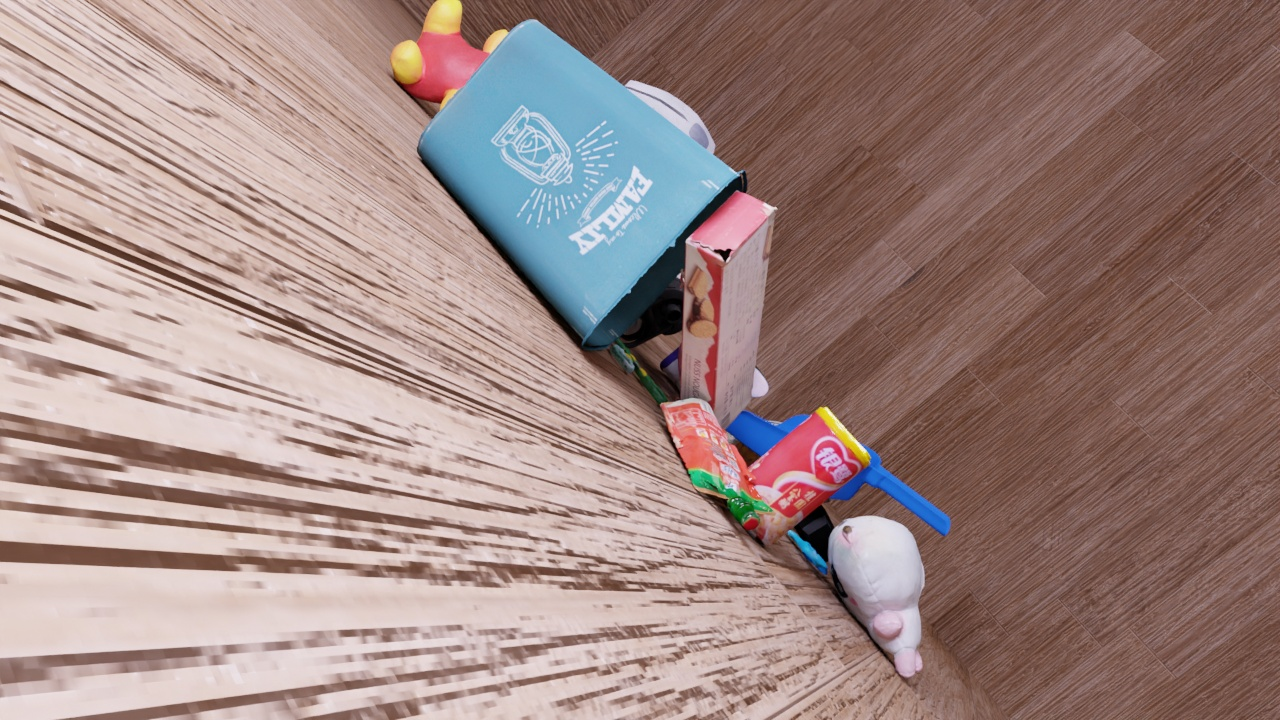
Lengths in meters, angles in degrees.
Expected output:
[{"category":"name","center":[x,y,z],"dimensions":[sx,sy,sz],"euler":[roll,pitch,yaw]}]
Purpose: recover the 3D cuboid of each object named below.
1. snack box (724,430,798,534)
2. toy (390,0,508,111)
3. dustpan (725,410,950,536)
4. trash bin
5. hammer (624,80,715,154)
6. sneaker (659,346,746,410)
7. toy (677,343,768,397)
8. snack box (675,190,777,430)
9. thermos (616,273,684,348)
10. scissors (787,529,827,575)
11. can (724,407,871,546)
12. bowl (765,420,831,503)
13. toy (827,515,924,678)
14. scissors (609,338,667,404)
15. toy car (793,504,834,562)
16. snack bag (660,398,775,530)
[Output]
[{"category":"snack box","center":[0.158,0.144,1.146],"dimensions":[0.145,0.040,0.142],"euler":[47,4,-27]},{"category":"toy","center":[-0.177,-0.313,1.072],"dimensions":[0.216,0.147,0.099],"euler":[35,-18,-7]},{"category":"dustpan","center":[0.237,0.130,1.066],"dimensions":[0.257,0.059,0.245],"euler":[39,13,24]},{"category":"trash bin","center":[-0.052,-0.152,0.800],"dimensions":[0.218,0.196,0.199],"euler":[43,4,4]},{"category":"hammer","center":[-0.060,-0.209,0.960],"dimensions":[0.313,0.035,0.139],"euler":[3,-44,40]},{"category":"sneaker","center":[0.108,0.037,1.279],"dimensions":[0.111,0.092,0.244],"euler":[52,9,14]},{"category":"toy","center":[0.096,-0.014,1.109],"dimensions":[0.190,0.099,0.224],"euler":[-74,152,-47]},{"category":"snack box","center":[0.071,-0.025,0.818],"dimensions":[0.044,0.076,0.273],"euler":[32,-29,22]},{"category":"thermos","center":[-0.004,-0.101,1.094],"dimensions":[0.229,0.101,0.068],"euler":[-110,178,-56]},{"category":"scissors","center":[0.171,0.198,1.062],"dimensions":[0.135,0.016,0.083],"euler":[45,-1,33]},{"category":"can","center":[0.139,0.105,0.826],"dimensions":[0.066,0.124,0.066],"euler":[49,4,-4]},{"category":"bowl","center":[0.203,0.121,1.271],"dimensions":[0.174,0.067,0.174],"euler":[36,-14,10]},{"category":"toy","center":[0.272,0.261,1.024],"dimensions":[0.138,0.101,0.179],"euler":[29,44,-70]},{"category":"scissors","center":[-0.017,-0.005,0.940],"dimensions":[0.108,0.012,0.131],"euler":[43,8,-50]},{"category":"toy car","center":[0.212,0.207,1.085],"dimensions":[0.092,0.042,0.036],"euler":[60,-3,-25]},{"category":"snack bag","center":[0.066,0.089,0.780],"dimensions":[0.087,0.044,0.155],"euler":[25,19,-30]}]
